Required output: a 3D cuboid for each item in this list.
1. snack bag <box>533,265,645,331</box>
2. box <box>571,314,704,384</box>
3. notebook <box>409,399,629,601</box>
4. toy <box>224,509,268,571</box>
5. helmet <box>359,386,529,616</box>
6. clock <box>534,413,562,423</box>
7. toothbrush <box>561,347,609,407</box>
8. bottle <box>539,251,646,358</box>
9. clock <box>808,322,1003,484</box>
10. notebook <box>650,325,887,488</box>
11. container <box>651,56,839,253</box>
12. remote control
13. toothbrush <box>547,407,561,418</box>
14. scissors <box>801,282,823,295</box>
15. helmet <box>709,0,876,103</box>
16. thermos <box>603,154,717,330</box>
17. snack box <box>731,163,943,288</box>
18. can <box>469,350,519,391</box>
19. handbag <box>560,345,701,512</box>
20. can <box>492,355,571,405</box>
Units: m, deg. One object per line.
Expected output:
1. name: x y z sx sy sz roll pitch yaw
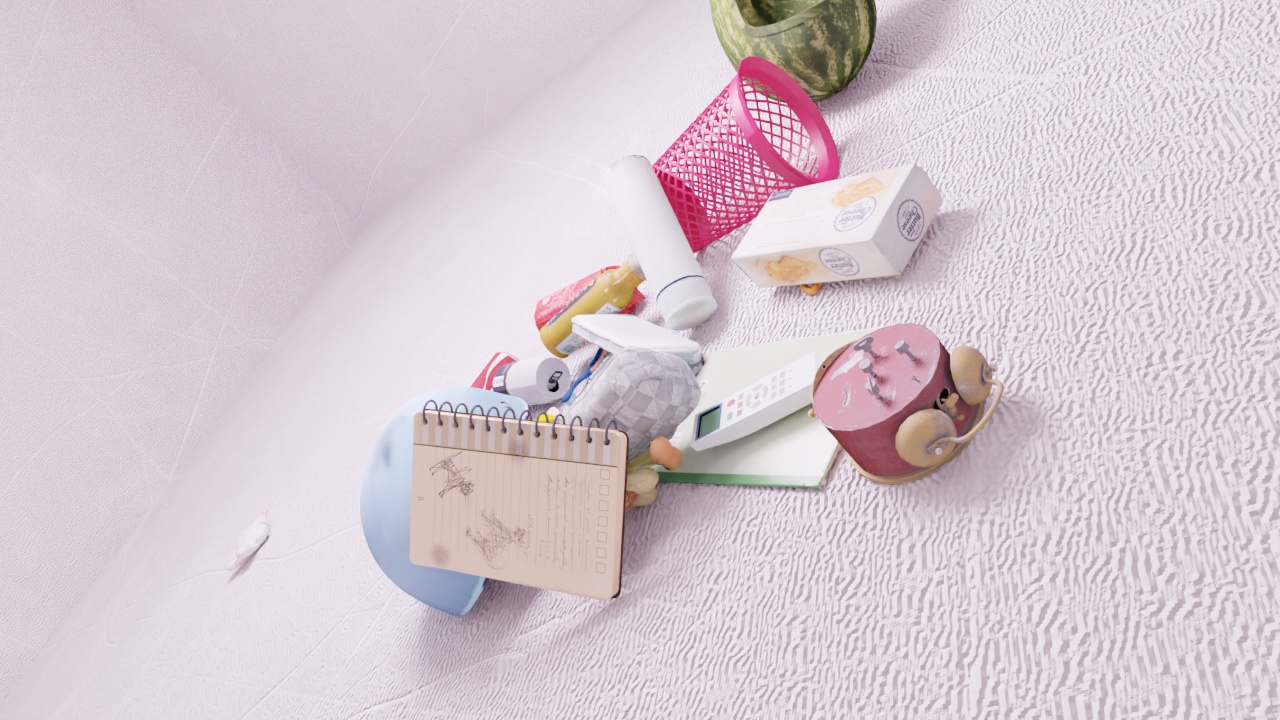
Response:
1. snack bag: -0.080 -0.078 1.303 0.177 0.082 0.082 -22 33 41
2. box: -0.003 0.013 1.109 0.107 0.110 0.216 -6 16 -23
3. notebook: -0.122 0.129 0.872 0.226 0.167 0.024 5 5 21
4. toy: -0.711 0.327 1.676 0.076 0.037 0.125 -36 23 26
5. helmet: -0.228 0.151 1.033 0.226 0.166 0.265 124 150 -42
6. clock: -0.086 0.103 1.030 0.057 0.083 0.118 -40 26 24
7. toothbrush: -0.065 0.009 1.226 0.022 0.017 0.134 -5 42 48
8. bottle: -0.054 -0.076 1.210 0.187 0.053 0.053 -40 24 25
9. clock: 0.204 0.028 0.708 0.117 0.081 0.159 -51 26 -16
10. notebook: 0.115 0.048 0.898 0.253 0.010 0.181 -8 43 52
11. container: 0.110 -0.247 1.193 0.226 0.183 0.182 -33 26 39
12. remote control: 0.113 0.043 0.862 0.144 0.024 0.049 -30 24 27
13. toothbrush: -0.072 0.084 1.119 0.015 0.018 0.181 -50 28 -11
14. scissors: 0.221 -0.120 0.997 0.129 0.011 0.125 -2 49 53
15. helmet: 0.219 -0.482 1.298 0.213 0.247 0.243 -28 -15 -3
16. thermos: 0.022 -0.147 1.131 0.068 0.067 0.230 -33 63 22
17. snack box: 0.201 -0.137 0.971 0.208 0.057 0.104 0 52 55
18. can: -0.218 0.036 1.366 0.054 0.054 0.096 -5 45 54
19. handbag: -0.013 0.074 0.899 0.172 0.112 0.123 -52 48 22
20. can: -0.147 0.029 1.256 0.128 0.064 0.064 -10 41 50
